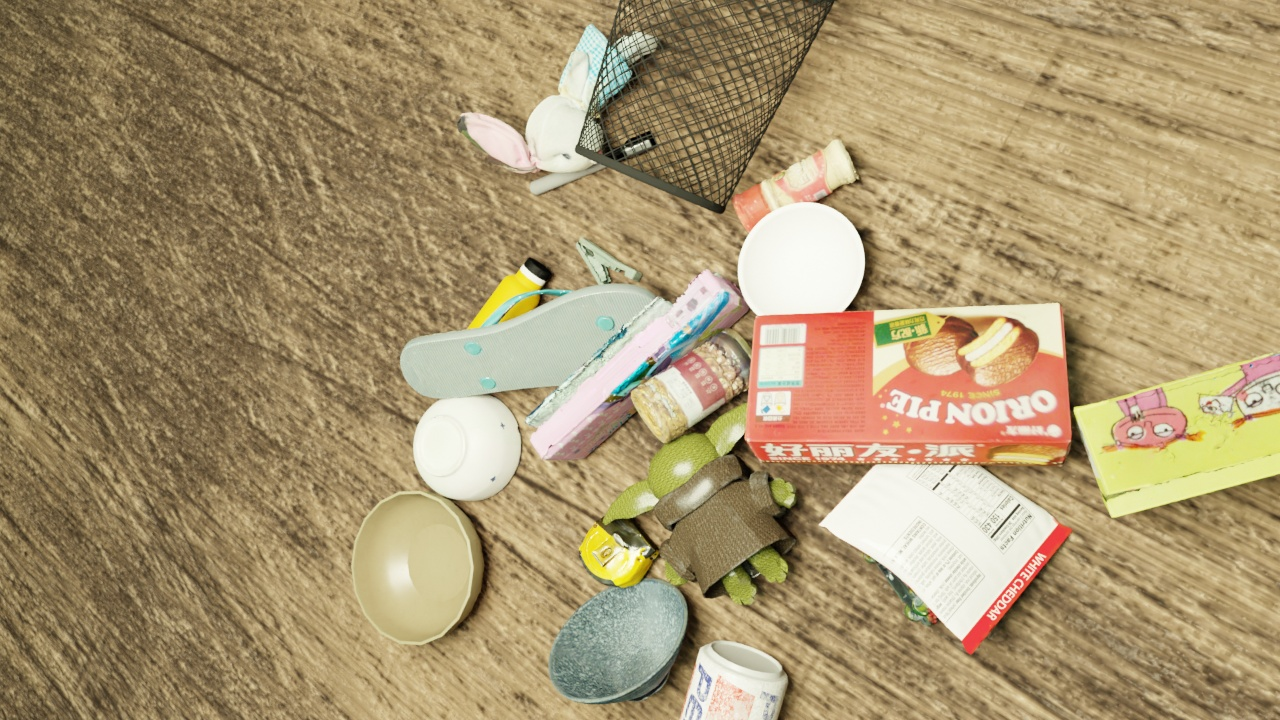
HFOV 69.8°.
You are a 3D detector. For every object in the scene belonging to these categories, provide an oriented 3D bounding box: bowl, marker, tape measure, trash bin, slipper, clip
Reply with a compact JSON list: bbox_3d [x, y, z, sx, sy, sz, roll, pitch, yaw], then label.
[{"bbox_3d":[-0.009,0.264,0.819,0.137,0.136,0.057,-18,117,23],"label":"bowl"},{"bbox_3d":[0.144,-0.079,0.803,0.110,0.040,0.110,-3,83,25],"label":"bowl"},{"bbox_3d":[-0.184,0.086,0.929,0.114,0.063,0.113,-2,84,25],"label":"bowl"},{"bbox_3d":[-0.050,-0.196,0.921,0.141,0.016,0.016,-17,77,23],"label":"marker"},{"bbox_3d":[-0.023,0.178,0.853,0.064,0.037,0.065,-46,61,3],"label":"tape measure"},{"bbox_3d":[0.048,-0.253,0.799,0.184,0.183,0.210,28,102,25],"label":"trash bin"},{"bbox_3d":[-0.220,0.209,0.939,0.152,0.050,0.152,-3,83,25],"label":"bowl"},{"bbox_3d":[-0.103,-0.018,0.896,0.269,0.054,0.098,-15,122,14],"label":"slipper"},{"bbox_3d":[-0.037,-0.094,0.901,0.059,0.023,0.076,-47,70,12],"label":"clip"}]

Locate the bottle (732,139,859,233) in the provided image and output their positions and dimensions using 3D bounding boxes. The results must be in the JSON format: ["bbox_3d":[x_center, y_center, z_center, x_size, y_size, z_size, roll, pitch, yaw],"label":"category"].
[{"bbox_3d":[0.137,-0.153,0.814,0.109,0.044,0.044,-28,73,19],"label":"bottle"}]

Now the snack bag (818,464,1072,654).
[{"bbox_3d":[0.238,0.130,0.719,0.130,0.039,0.144,-42,65,-17],"label":"snack bag"}]

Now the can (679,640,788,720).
[{"bbox_3d":[0.070,0.315,0.775,0.078,0.078,0.136,17,92,26],"label":"can"}]

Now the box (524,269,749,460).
[{"bbox_3d":[-0.006,0.004,0.841,0.231,0.084,0.053,-43,70,16],"label":"box"}]

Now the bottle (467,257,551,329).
[{"bbox_3d":[-0.144,-0.040,0.934,0.043,0.043,0.144,43,103,23],"label":"bottle"}]

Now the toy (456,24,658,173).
[{"bbox_3d":[-0.059,-0.241,0.897,0.205,0.131,0.105,-38,83,3],"label":"toy"}]

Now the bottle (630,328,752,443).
[{"bbox_3d":[0.049,0.022,0.806,0.105,0.056,0.056,-33,69,-11],"label":"bottle"}]

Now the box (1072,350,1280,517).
[{"bbox_3d":[0.418,0.039,0.618,0.221,0.124,0.080,-18,77,21],"label":"box"}]

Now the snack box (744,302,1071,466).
[{"bbox_3d":[0.206,0.021,0.722,0.237,0.060,0.113,-2,65,19],"label":"snack box"}]

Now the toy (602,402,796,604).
[{"bbox_3d":[0.066,0.134,0.797,0.179,0.078,0.152,-39,63,13],"label":"toy"}]

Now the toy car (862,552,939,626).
[{"bbox_3d":[0.213,0.172,0.743,0.036,0.042,0.091,-27,66,-5],"label":"toy car"}]
